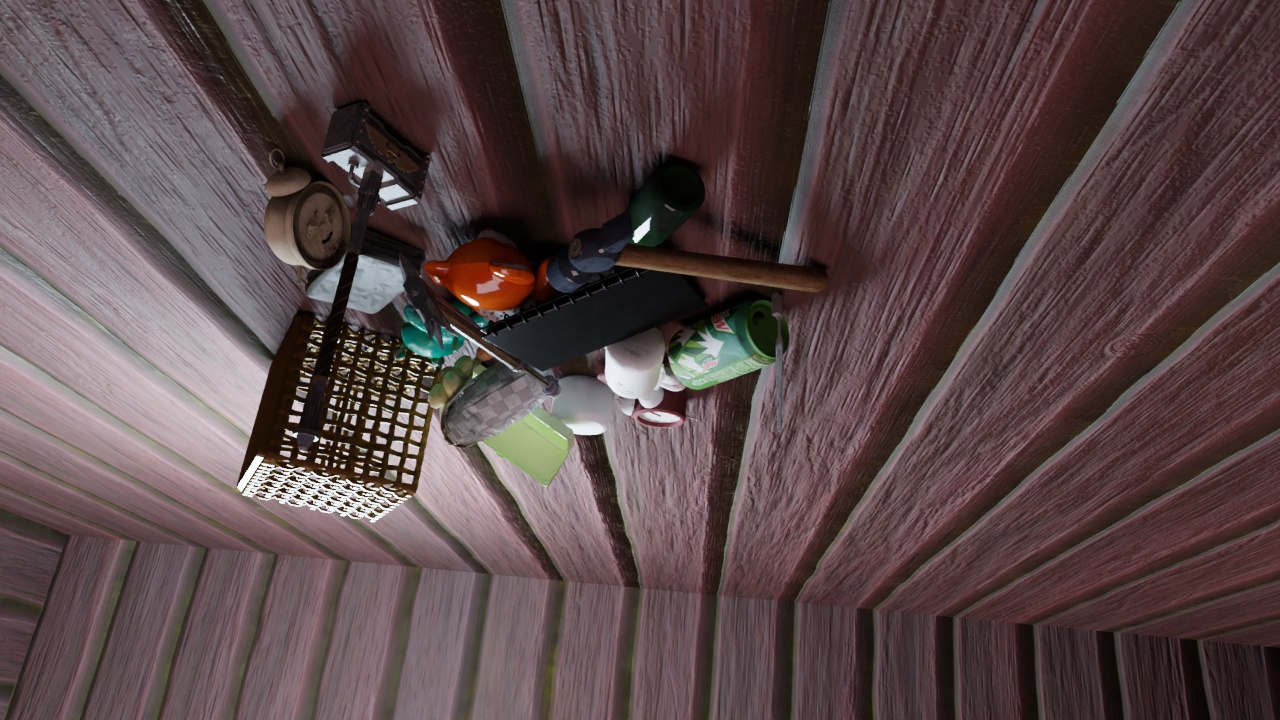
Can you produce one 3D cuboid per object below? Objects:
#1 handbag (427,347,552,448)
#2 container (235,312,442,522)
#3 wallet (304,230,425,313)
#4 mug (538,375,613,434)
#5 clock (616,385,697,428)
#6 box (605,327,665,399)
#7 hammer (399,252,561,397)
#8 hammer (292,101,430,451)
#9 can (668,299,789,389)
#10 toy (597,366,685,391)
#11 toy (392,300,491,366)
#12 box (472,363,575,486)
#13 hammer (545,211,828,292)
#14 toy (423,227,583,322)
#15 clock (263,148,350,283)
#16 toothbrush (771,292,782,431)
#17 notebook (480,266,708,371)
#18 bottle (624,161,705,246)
[{"bbox_3d":[-0.213,0.036,1.299,0.171,0.123,0.112,-31,-166,-2],"label":"handbag"},{"bbox_3d":[-0.454,0.095,1.378,0.214,0.219,0.252,17,154,-24],"label":"container"},{"bbox_3d":[-0.330,-0.107,1.102,0.100,0.054,0.132,15,154,-41],"label":"wallet"},{"bbox_3d":[-0.100,0.069,1.419,0.115,0.068,0.094,11,156,-10],"label":"mug"},{"bbox_3d":[0.022,0.069,1.418,0.124,0.044,0.087,22,152,-34],"label":"clock"},{"bbox_3d":[-0.006,0.006,1.230,0.081,0.091,0.160,22,154,7],"label":"box"},{"bbox_3d":[-0.182,-0.021,1.122,0.028,0.147,0.317,-38,148,6],"label":"hammer"},{"bbox_3d":[-0.265,-0.072,0.825,0.044,0.321,0.098,-7,153,28],"label":"hammer"},{"bbox_3d":[0.109,-0.019,1.149,0.083,0.083,0.144,22,152,-32],"label":"can"},{"bbox_3d":[0.001,0.023,1.329,0.125,0.037,0.076,3,160,13],"label":"toy"},{"bbox_3d":[-0.260,-0.034,1.217,0.130,0.072,0.194,12,158,-35],"label":"toy"},{"bbox_3d":[-0.188,0.094,1.410,0.188,0.061,0.134,32,122,14],"label":"box"},{"bbox_3d":[0.073,-0.098,0.952,0.321,0.040,0.130,3,161,-33],"label":"hammer"},{"bbox_3d":[-0.160,-0.094,1.055,0.164,0.092,0.172,1,168,18],"label":"toy"},{"bbox_3d":[-0.361,-0.158,0.966,0.055,0.092,0.141,5,132,20],"label":"clock"},{"bbox_3d":[0.157,-0.001,1.057,0.010,0.181,0.010,28,143,-34],"label":"toothbrush"},{"bbox_3d":[-0.051,-0.052,1.076,0.232,0.019,0.169,-21,160,14],"label":"notebook"},{"bbox_3d":[0.005,-0.140,0.941,0.055,0.055,0.175,15,158,-19],"label":"bottle"}]
